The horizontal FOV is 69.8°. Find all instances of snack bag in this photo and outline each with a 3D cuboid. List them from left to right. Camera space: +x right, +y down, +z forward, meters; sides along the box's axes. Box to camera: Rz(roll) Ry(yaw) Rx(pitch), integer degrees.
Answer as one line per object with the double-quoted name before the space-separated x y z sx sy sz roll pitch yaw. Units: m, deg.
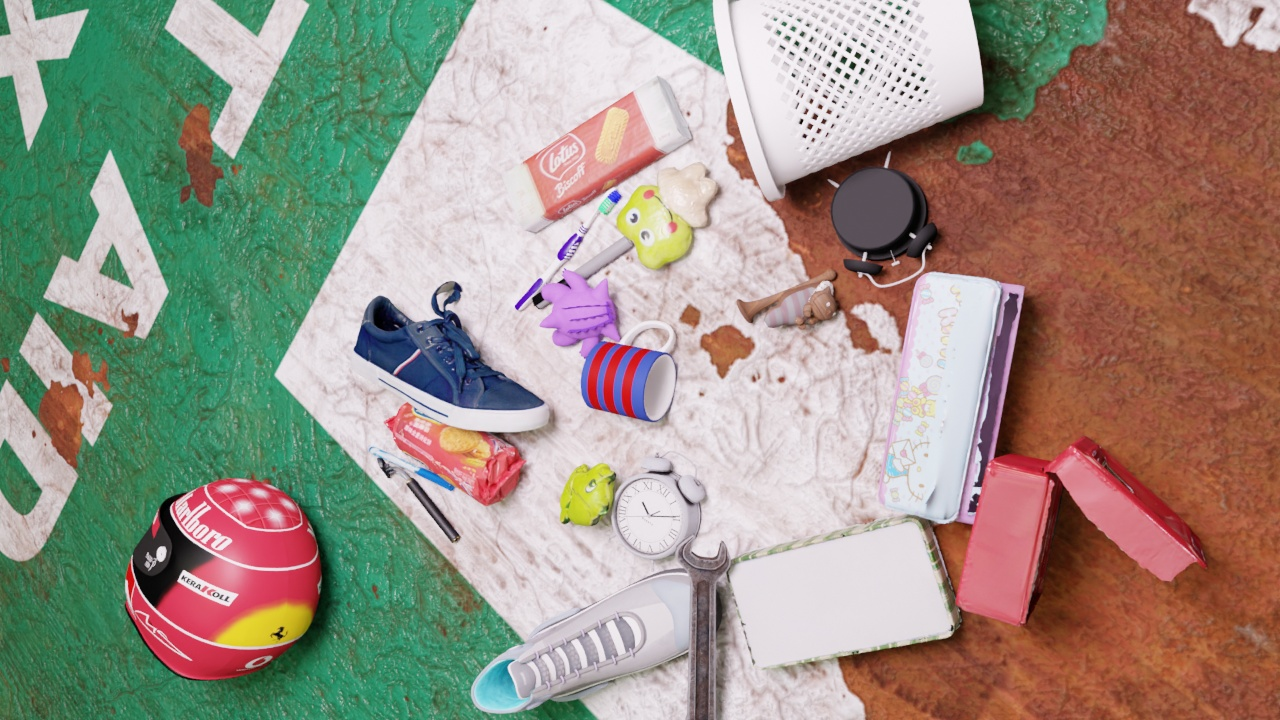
"snack bag" -0.216 0.105 1.080 0.176 0.082 0.082 27 100 26
"snack bag" -0.054 -0.227 1.028 0.226 0.041 0.077 -26 79 23

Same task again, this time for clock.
"clock" 0.020 0.154 0.976 0.094 0.035 0.123 32 103 25
"clock" 0.230 -0.130 0.874 0.091 0.042 0.120 -21 78 25

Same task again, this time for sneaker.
"sneaker" -0.219 -0.010 1.071 0.295 0.120 0.127 23 111 29
"sneaker" -0.049 0.294 0.938 0.257 0.160 0.093 -30 75 25

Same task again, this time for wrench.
"wrench" 0.061 0.300 0.915 0.070 0.010 0.273 -1 103 -2

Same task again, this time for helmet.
"helmet" -0.525 0.261 1.168 0.271 0.197 0.225 29 101 34

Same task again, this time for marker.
"marker" -0.288 0.134 1.151 0.142 0.013 0.013 18 96 28
"marker" -0.065 -0.100 1.041 0.141 0.016 0.016 -32 74 23

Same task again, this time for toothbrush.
"toothbrush" -0.085 -0.124 1.053 0.016 0.015 0.187 47 109 16

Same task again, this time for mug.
"mug" -0.006 0.006 0.982 0.076 0.075 0.111 11 67 27

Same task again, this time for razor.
"razor" -0.272 0.171 1.136 0.144 0.043 0.022 41 71 17

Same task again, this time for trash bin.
"trash bin" 0.191 -0.266 0.831 0.200 0.195 0.195 -13 82 17

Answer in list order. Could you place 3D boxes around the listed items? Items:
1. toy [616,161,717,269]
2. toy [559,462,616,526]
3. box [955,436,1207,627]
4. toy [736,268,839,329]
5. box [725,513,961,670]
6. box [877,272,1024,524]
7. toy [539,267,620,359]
"toy" 0.032 -0.160 0.978 0.118 0.043 0.092 -40 70 19
"toy" -0.060 0.146 1.002 0.094 0.036 0.093 -60 29 15
"box" 0.332 0.144 0.749 0.165 0.157 0.151 -45 67 21
"toy" 0.152 -0.054 0.913 0.102 0.041 0.054 -23 55 17
"box" 0.190 0.223 0.880 0.206 0.049 0.117 -22 82 26
"box" 0.273 0.033 0.814 0.093 0.089 0.214 10 93 21
"toy" -0.067 -0.051 1.017 0.088 0.055 0.106 -7 106 17
